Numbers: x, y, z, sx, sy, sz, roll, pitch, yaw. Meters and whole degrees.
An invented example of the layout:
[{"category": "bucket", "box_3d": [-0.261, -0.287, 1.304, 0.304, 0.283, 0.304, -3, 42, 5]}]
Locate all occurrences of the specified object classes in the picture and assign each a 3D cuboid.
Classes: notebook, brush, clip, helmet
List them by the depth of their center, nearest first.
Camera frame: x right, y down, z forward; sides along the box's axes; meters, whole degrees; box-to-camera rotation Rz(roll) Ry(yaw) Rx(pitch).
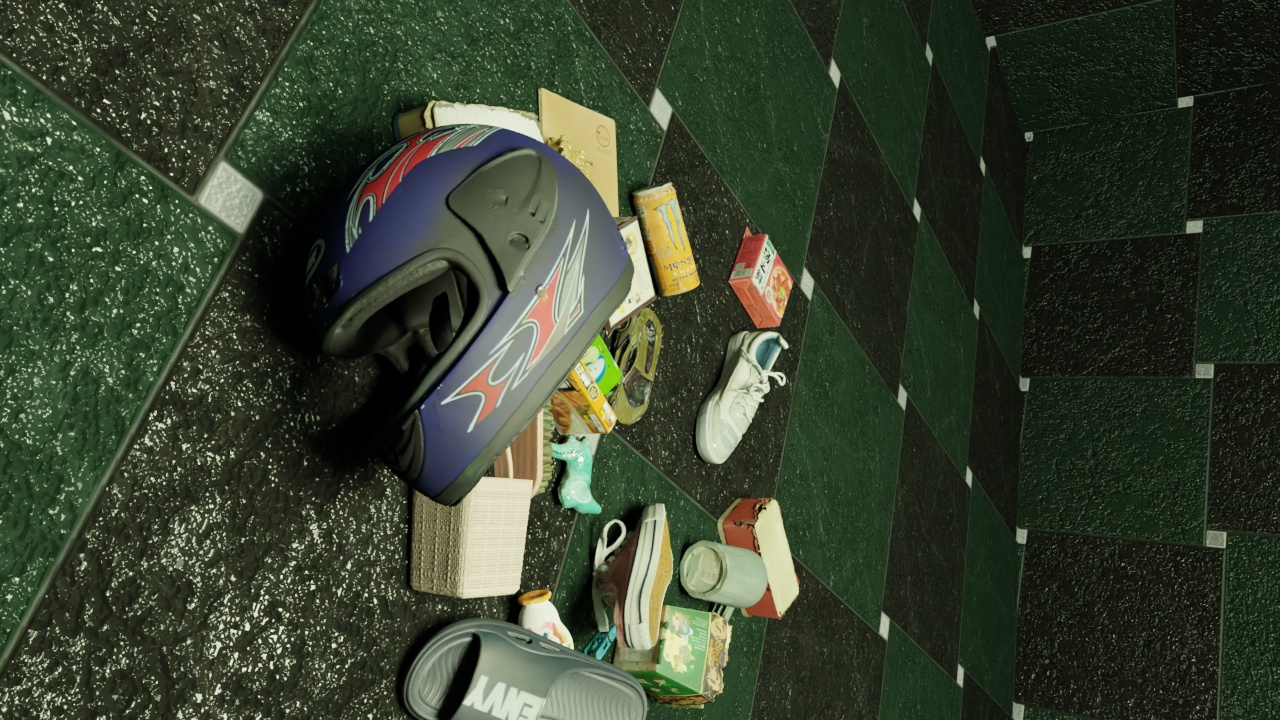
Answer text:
[{"category": "helmet", "box_3d": [-0.164, -0.063, 0.790, 0.240, 0.248, 0.314, 39, 55, -9]}, {"category": "brush", "box_3d": [-0.130, 0.078, 0.966, 0.073, 0.063, 0.145, 9, 79, -58]}, {"category": "brush", "box_3d": [-0.076, -0.150, 1.022, 0.083, 0.046, 0.254, 47, 28, -50]}, {"category": "clip", "box_3d": [-0.045, 0.331, 1.082, 0.056, 0.043, 0.014, -45, 123, -49]}, {"category": "notebook", "box_3d": [-0.074, -0.217, 1.139, 0.147, 0.008, 0.207, 5, 81, -55]}]

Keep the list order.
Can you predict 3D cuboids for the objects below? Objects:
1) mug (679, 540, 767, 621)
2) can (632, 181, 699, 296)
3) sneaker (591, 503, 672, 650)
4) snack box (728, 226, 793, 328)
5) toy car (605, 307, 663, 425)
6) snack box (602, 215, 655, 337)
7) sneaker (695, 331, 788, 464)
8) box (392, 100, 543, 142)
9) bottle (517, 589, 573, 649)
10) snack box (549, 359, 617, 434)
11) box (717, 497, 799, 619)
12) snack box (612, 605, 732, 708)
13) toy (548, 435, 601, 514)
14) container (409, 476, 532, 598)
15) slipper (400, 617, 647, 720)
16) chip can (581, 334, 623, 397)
[{"category": "mug", "box_3d": [0.105, 0.311, 1.259, 0.103, 0.084, 0.124, 27, 88, -49]}, {"category": "can", "box_3d": [0.035, -0.163, 1.240, 0.058, 0.058, 0.146, -35, 113, -51]}, {"category": "sneaker", "box_3d": [-0.014, 0.249, 1.087, 0.240, 0.088, 0.118, -71, 155, -64]}, {"category": "snack box", "box_3d": [0.198, -0.137, 1.480, 0.113, 0.044, 0.126, 52, 46, -37]}, {"category": "toy car", "box_3d": [-0.007, 0.007, 1.172, 0.070, 0.042, 0.158, 34, 61, -47]}, {"category": "snack box", "box_3d": [-0.038, -0.104, 1.120, 0.125, 0.053, 0.113, -38, 122, -46]}, {"category": "sneaker", "box_3d": [0.157, 0.051, 1.353, 0.089, 0.091, 0.241, 53, 46, -34]}, {"category": "box", "box_3d": [-0.175, -0.217, 0.954, 0.183, 0.059, 0.090, -10, 92, -53]}, {"category": "bottle", "box_3d": [-0.103, 0.299, 0.968, 0.063, 0.063, 0.108, -14, 96, -55]}, {"category": "snack box", "box_3d": [-0.092, 0.020, 1.016, 0.154, 0.075, 0.026, 60, 42, -30]}, {"category": "box", "box_3d": [0.185, 0.292, 1.363, 0.091, 0.080, 0.168, -35, 113, -51]}, {"category": "snack box", "box_3d": [0.030, 0.352, 1.123, 0.105, 0.118, 0.118, 33, 56, -34]}, {"category": "toy", "box_3d": [-0.079, 0.128, 1.061, 0.096, 0.030, 0.091, 23, 61, -43]}, {"category": "container", "box_3d": [-0.165, 0.167, 0.882, 0.089, 0.090, 0.111, 13, 77, -53]}, {"category": "slipper", "box_3d": [-0.094, 0.326, 0.890, 0.268, 0.083, 0.110, 24, 76, -27]}, {"category": "chip can", "box_3d": [-0.101, -0.057, 1.021, 0.236, 0.072, 0.072, 61, 41, -30]}]
